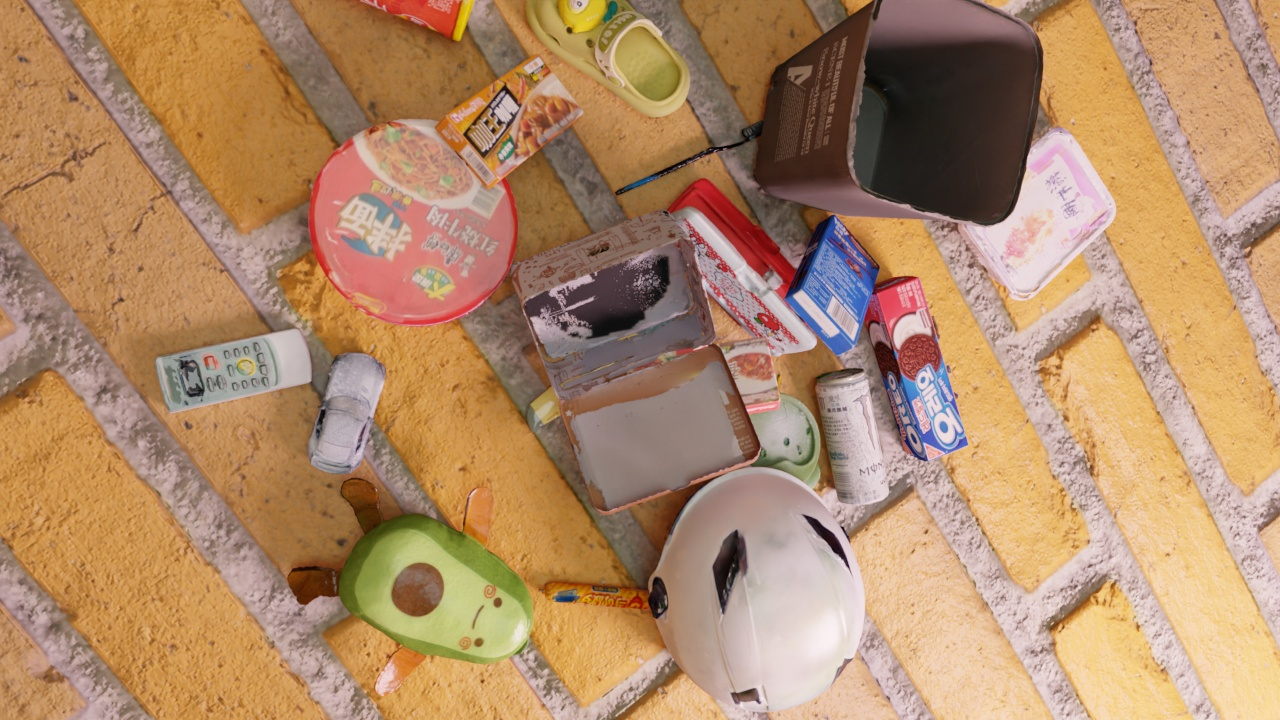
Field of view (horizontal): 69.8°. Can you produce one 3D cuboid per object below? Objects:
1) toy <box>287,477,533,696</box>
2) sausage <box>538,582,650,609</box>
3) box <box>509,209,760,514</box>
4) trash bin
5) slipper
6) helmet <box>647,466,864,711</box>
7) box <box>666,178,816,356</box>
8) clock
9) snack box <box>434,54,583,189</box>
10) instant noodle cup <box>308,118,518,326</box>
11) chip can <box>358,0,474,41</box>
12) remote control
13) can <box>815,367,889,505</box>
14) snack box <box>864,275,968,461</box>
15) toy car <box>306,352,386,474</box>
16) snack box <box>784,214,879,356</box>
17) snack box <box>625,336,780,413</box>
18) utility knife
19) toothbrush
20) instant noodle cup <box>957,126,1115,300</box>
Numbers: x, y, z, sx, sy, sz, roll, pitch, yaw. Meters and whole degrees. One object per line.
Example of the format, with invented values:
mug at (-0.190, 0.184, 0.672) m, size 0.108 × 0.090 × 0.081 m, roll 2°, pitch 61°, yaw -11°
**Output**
toy at (-0.210, 0.223, 0.902) m, size 0.246 × 0.090 × 0.227 m, roll 28°, pitch 93°, yaw -12°
sausage at (-0.029, 0.254, 0.986) m, size 0.165 × 0.021 × 0.021 m, roll 8°, pitch 91°, yaw -15°
box at (-0.006, 0.001, 0.910) m, size 0.179 × 0.130 × 0.272 m, roll -20°, pitch 98°, yaw -4°
trash bin at (0.237, -0.236, 0.914) m, size 0.198 × 0.220 × 0.199 m, roll 10°, pitch 91°, yaw -22°
slipper at (-0.022, -0.325, 0.919) m, size 0.190 × 0.082 × 0.091 m, roll 36°, pitch 82°, yaw -17°
helmet at (0.133, 0.253, 0.938) m, size 0.228 × 0.146 × 0.259 m, roll -12°, pitch 115°, yaw -16°
box at (0.113, -0.096, 0.959) m, size 0.201 × 0.101 × 0.095 m, roll 44°, pitch 83°, yaw -14°
clock at (0.136, 0.105, 1.002) m, size 0.116 × 0.056 × 0.161 m, roll -19°, pitch 98°, yaw -12°
snack box at (-0.123, -0.233, 0.886) m, size 0.075 × 0.026 × 0.153 m, roll 50°, pitch 48°, yaw -12°
instant noodle cup at (-0.217, -0.130, 0.888) m, size 0.193 × 0.066 × 0.194 m, roll -1°, pitch 95°, yaw -14°
chip can at (-0.261, -0.371, 0.856) m, size 0.216 × 0.073 × 0.073 m, roll 17°, pitch 89°, yaw -16°
remote control at (-0.385, 0.008, 0.876) m, size 0.135 × 0.019 × 0.056 m, roll -13°, pitch 97°, yaw -14°
can at (0.236, 0.085, 1.026) m, size 0.058 × 0.058 × 0.147 m, roll -14°, pitch 97°, yaw -14°
snack box at (0.310, 0.010, 1.041) m, size 0.058 × 0.057 × 0.207 m, roll -21°, pitch 99°, yaw -10°
toy car at (-0.287, 0.051, 0.897) m, size 0.054 × 0.037 × 0.120 m, roll 16°, pitch 86°, yaw -15°
snack box at (0.207, -0.083, 0.978) m, size 0.084 × 0.026 × 0.156 m, roll 45°, pitch 43°, yaw -13°
snack box at (0.064, 0.024, 0.958) m, size 0.153 × 0.025 × 0.075 m, roll -9°, pitch 68°, yaw 1°
utility knife at (-0.043, 0.007, 0.966) m, size 0.195 × 0.020 × 0.031 m, roll -37°, pitch 95°, yaw -5°
toothbrush at (0.056, -0.217, 0.981) m, size 0.189 × 0.014 × 0.016 m, roll -25°, pitch 99°, yaw -11°
instant noodle cup at (0.447, -0.169, 1.064) m, size 0.173 × 0.060 × 0.138 m, roll -42°, pitch 103°, yaw -10°
